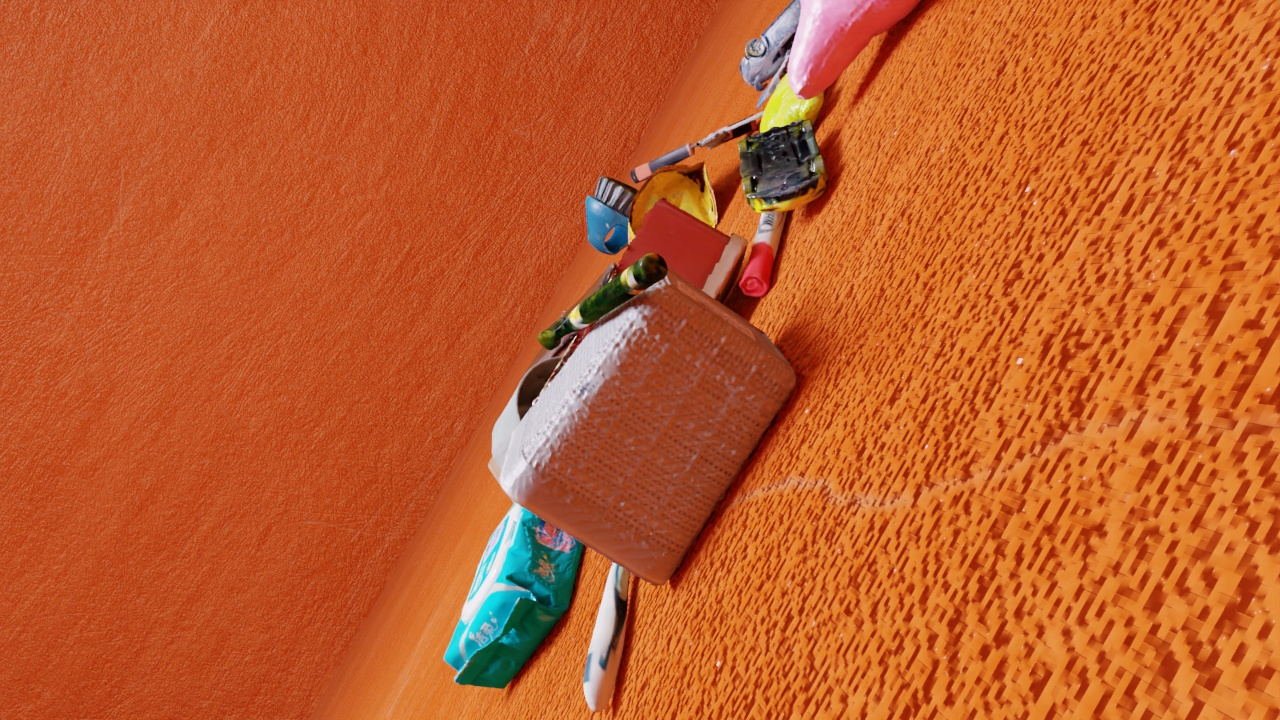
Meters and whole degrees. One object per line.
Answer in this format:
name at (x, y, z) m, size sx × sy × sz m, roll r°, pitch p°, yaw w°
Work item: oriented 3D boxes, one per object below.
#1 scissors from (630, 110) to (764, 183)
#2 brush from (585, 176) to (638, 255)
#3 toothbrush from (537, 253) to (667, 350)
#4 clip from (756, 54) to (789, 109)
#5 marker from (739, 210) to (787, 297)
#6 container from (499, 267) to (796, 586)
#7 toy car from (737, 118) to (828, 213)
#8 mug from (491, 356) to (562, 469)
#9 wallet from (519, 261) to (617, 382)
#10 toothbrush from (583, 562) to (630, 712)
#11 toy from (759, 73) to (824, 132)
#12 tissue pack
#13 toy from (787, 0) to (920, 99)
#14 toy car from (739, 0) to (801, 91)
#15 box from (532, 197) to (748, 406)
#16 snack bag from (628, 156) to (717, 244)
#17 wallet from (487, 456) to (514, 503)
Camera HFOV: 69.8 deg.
scissors at (0.059, -0.193, 0.811) m, size 0.189 × 0.015 × 0.225 m, roll -19°, pitch 11°, yaw 28°
brush at (-0.023, -0.143, 0.936) m, size 0.073 × 0.055 × 0.143 m, roll -59°, pitch -9°, yaw 9°
toothbrush at (-0.022, -0.025, 0.426) m, size 0.017 × 0.012 × 0.186 m, roll -46°, pitch 8°, yaw -18°
clip at (0.125, -0.247, 0.820) m, size 0.058 × 0.036 × 0.025 m, roll -54°, pitch 8°, yaw 53°
marker at (0.083, -0.090, 0.570) m, size 0.017 × 0.017 × 0.144 m, roll -51°, pitch 14°, yaw 45°
container at (0.005, 0.023, 0.428) m, size 0.114 × 0.090 × 0.090 m, roll -55°, pitch 11°, yaw 10°
toy car at (0.086, -0.113, 0.551) m, size 0.048 × 0.032 × 0.105 m, roll -14°, pitch 31°, yaw 13°
mug at (-0.071, 0.072, 0.735) m, size 0.104 × 0.083 × 0.123 m, roll 134°, pitch 138°, yaw -59°
wallet at (-0.065, -0.030, 0.903) m, size 0.125 × 0.032 × 0.101 m, roll -43°, pitch 13°, yaw 35°
toothbrush at (-0.006, 0.100, 0.469) m, size 0.018 × 0.016 × 0.191 m, roll -44°, pitch 16°, yaw 26°
toy at (0.109, -0.180, 0.661) m, size 0.097 × 0.031 × 0.100 m, roll -60°, pitch 10°, yaw 13°
tissue pack at (-0.080, 0.145, 0.610) m, size 0.093 × 0.050 × 0.133 m, roll -54°, pitch 11°, yaw 26°
toy at (0.140, -0.247, 0.567) m, size 0.194 × 0.074 × 0.179 m, roll -63°, pitch 10°, yaw -10°
toy car at (0.137, -0.297, 0.825) m, size 0.121 × 0.037 × 0.054 m, roll -48°, pitch -9°, yaw 19°
box at (-0.010, -0.011, 0.562) m, size 0.168 × 0.078 × 0.091 m, roll -59°, pitch -7°, yaw -8°
snack bag at (0.027, -0.129, 0.877) m, size 0.128 × 0.073 × 0.208 m, roll -61°, pitch 2°, yaw 0°
wallet at (-0.092, 0.075, 0.849) m, size 0.090 × 0.033 × 0.115 m, roll 42°, pitch 105°, yaw 43°
